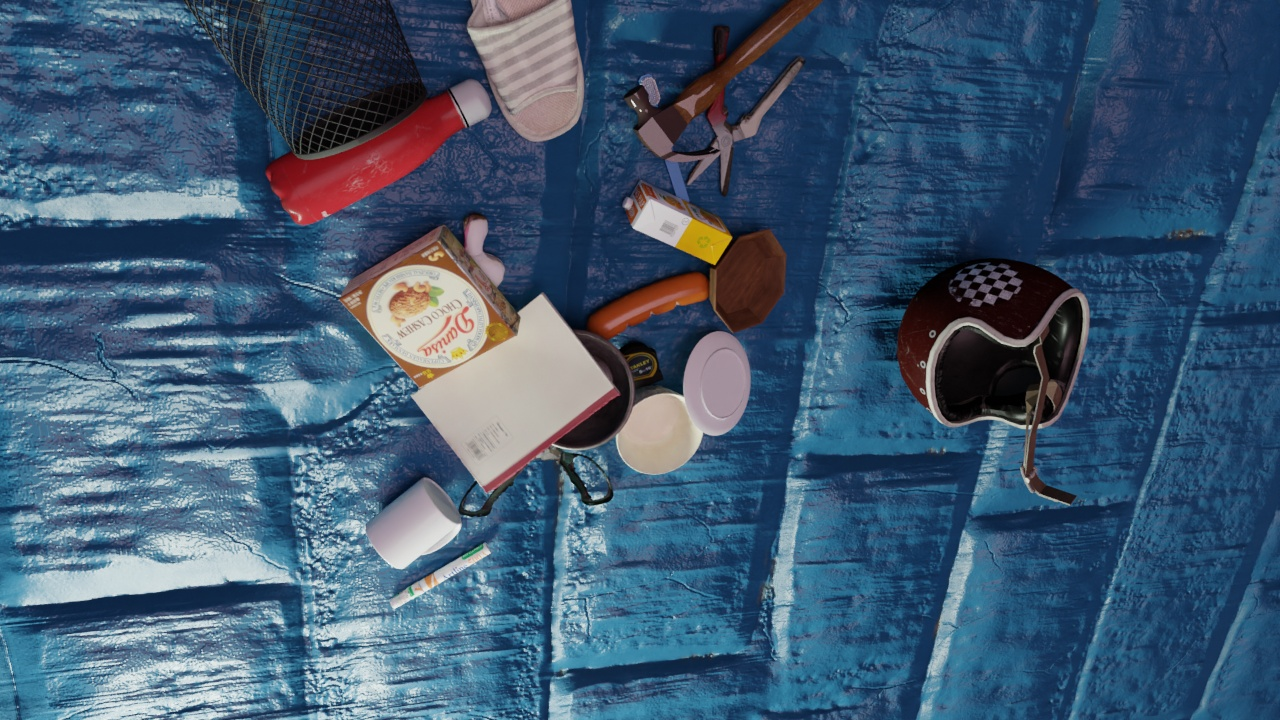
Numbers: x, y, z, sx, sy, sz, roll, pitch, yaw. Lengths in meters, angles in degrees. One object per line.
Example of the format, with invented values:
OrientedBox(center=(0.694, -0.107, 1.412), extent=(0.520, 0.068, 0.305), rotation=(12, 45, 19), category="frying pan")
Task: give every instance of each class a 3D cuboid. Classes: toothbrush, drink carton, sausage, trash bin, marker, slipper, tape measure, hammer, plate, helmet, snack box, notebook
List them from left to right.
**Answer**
OrientedBox(center=(-0.311, -0.315, 0.852), extent=(0.184, 0.184, 0.210), rotation=(-27, 124, -5), category="trash bin")
OrientedBox(center=(-0.234, -0.058, 1.034), extent=(0.143, 0.041, 0.147), rotation=(-26, 121, 18), category="snack box")
OrientedBox(center=(-0.265, 0.285, 1.214), extent=(0.145, 0.017, 0.017), rotation=(-30, 118, -3), category="marker")
OrientedBox(center=(-0.150, 0.041, 1.091), extent=(0.209, 0.012, 0.153), rotation=(-37, 92, 12), category="notebook")
OrientedBox(center=(-0.129, -0.364, 0.956), extent=(0.114, 0.054, 0.273), rotation=(-22, 117, -13), category="slipper")
OrientedBox(center=(-0.007, 0.007, 1.164), extent=(0.061, 0.034, 0.061), rotation=(-20, 120, -10), category="tape measure")
OrientedBox(center=(0.009, -0.069, 1.133), extent=(0.164, 0.039, 0.044), rotation=(-23, 118, -7), category="sausage")
OrientedBox(center=(0.030, -0.253, 1.074), extent=(0.016, 0.014, 0.167), rotation=(-24, 118, -7), category="toothbrush")
OrientedBox(center=(0.041, -0.165, 1.086), extent=(0.122, 0.058, 0.040), rotation=(21, 116, -24), category="drink carton")
OrientedBox(center=(0.104, 0.030, 1.181), extent=(0.134, 0.011, 0.134), rotation=(-4, 96, -45), category="plate")
OrientedBox(center=(0.129, -0.102, 1.144), extent=(0.131, 0.025, 0.131), rotation=(-18, 119, -35), category="plate")
OrientedBox(center=(0.127, -0.350, 1.034), extent=(0.323, 0.033, 0.115), rotation=(-42, 116, 2), category="hammer")
OrientedBox(center=(0.462, -0.006, 1.183), extent=(0.233, 0.254, 0.233), rotation=(-53, 136, -19), category="helmet")

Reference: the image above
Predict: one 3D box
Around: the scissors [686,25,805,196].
OrientedBox(center=(0.119, -0.299, 1.080), extent=(0.179, 0.015, 0.199), rotation=(-23, 118, -7), category="scissors")

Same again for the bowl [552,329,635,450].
OrientedBox(center=(-0.074, 0.032, 1.119), extent=(0.145, 0.067, 0.145), rotation=(1, 98, 8), category="bowl")

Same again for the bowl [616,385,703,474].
OrientedBox(center=(0.017, 0.082, 1.188), extent=(0.115, 0.062, 0.115), rotation=(-7, 115, -15), category="bowl")

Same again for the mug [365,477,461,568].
OrientedBox(center=(-0.275, 0.210, 1.154), extent=(0.090, 0.073, 0.110), rotation=(-38, 144, 1), category="mug")

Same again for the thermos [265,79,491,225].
OrientedBox(center=(-0.266, -0.224, 0.959), extent=(0.240, 0.073, 0.073), rotation=(-28, 118, -5), category="thermos")

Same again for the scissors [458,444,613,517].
OrientedBox(center=(-0.123, 0.154, 1.190), extent=(0.202, 0.015, 0.205), rotation=(-45, 124, 2), category="scissors")

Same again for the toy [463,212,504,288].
OrientedBox(center=(-0.197, -0.104, 1.054), extent=(0.079, 0.038, 0.123), rotation=(-19, 116, -16), category="toy")
